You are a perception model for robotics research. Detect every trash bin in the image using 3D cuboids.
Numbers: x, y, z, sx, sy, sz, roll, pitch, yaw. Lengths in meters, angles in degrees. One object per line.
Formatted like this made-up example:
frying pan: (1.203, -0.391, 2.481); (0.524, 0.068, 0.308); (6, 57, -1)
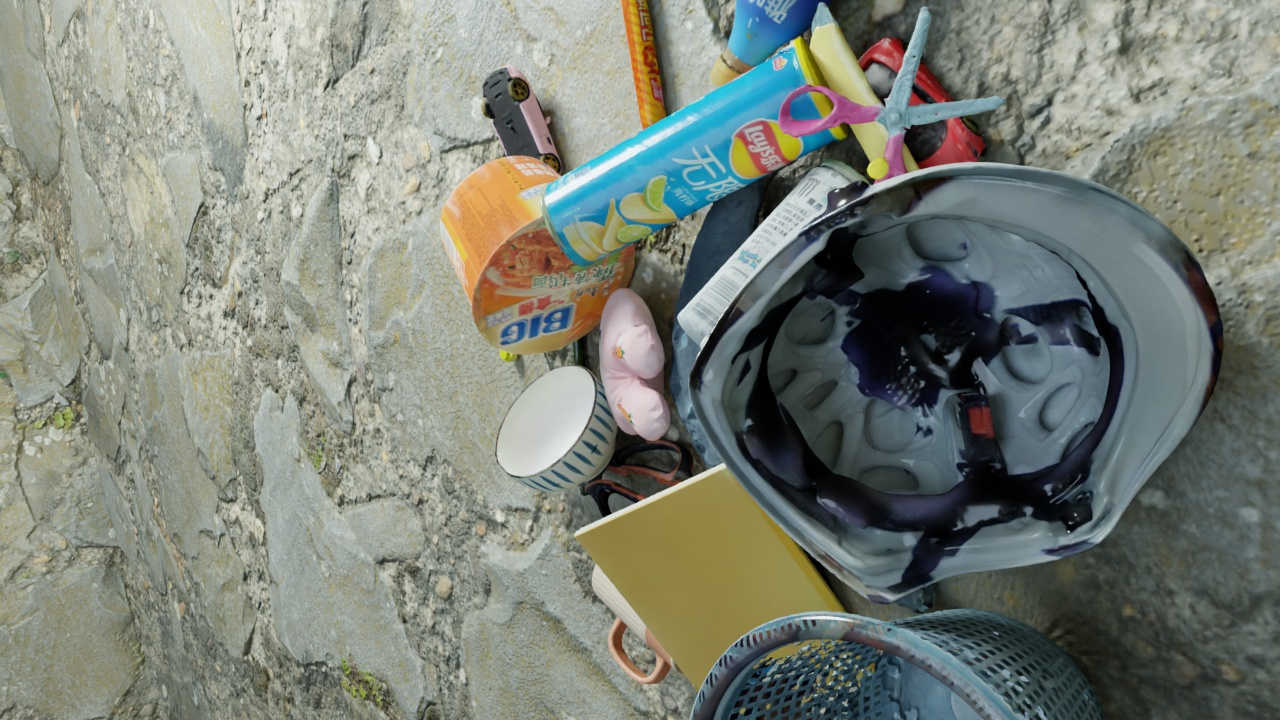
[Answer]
trash bin: (0.171, 0.239, 0.537); (0.227, 0.194, 0.226); (2, 94, 40)

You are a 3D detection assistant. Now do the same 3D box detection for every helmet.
helmet: (0.168, -0.004, 0.520); (0.229, 0.145, 0.259); (46, 118, -6)

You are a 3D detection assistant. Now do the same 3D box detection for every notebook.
notebook: (0.065, 0.177, 0.671); (0.146, 0.010, 0.206); (-29, 106, 26)

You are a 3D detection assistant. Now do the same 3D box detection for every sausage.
sausage: (0.000, -0.257, 0.735); (0.021, 0.021, 0.165); (-6, 95, 46)

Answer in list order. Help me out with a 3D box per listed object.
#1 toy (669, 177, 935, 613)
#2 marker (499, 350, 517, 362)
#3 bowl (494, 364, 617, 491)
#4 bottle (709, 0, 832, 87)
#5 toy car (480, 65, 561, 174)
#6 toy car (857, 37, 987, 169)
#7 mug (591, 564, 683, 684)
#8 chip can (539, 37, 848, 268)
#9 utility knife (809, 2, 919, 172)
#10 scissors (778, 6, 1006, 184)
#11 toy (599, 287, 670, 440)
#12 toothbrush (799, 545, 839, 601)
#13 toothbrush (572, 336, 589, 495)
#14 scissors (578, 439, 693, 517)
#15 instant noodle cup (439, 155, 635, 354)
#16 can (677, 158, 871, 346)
toy: (0.095, 0.026, 0.665); (0.138, 0.091, 0.356); (-27, 80, 17)
marker: (-0.149, -0.058, 0.938); (0.018, 0.015, 0.124); (-20, 83, 43)
bowl: (-0.065, 0.069, 0.820); (0.117, 0.066, 0.116); (-27, 41, 26)
bottle: (0.110, -0.268, 0.589); (0.065, 0.065, 0.219); (53, 131, 24)
toy car: (-0.107, -0.210, 0.847); (0.056, 0.037, 0.122); (-12, 103, 49)
toy car: (0.172, -0.153, 0.577); (0.106, 0.031, 0.049); (58, 134, 16)
mug: (0.014, 0.211, 0.775); (0.106, 0.081, 0.114); (32, 97, 39)
chip can: (0.033, -0.139, 0.639); (0.211, 0.071, 0.071); (-24, 81, 23)
utility knife: (0.145, -0.146, 0.569); (0.031, 0.018, 0.162); (-29, 94, 47)
scissors: (0.145, -0.144, 0.552); (0.136, 0.017, 0.133); (18, 110, 17)
toy: (-0.004, 0.004, 0.734); (0.159, 0.054, 0.121); (-134, 37, -78)
toothbrush: (0.106, 0.118, 0.709); (0.027, 0.026, 0.212); (-32, 75, 27)
toothbrush: (-0.053, 0.039, 0.865); (0.017, 0.012, 0.186); (6, 103, 39)
scissors: (-0.044, 0.114, 0.825); (0.207, 0.015, 0.193); (-35, 38, 19)
instant noodle cup: (-0.096, -0.097, 0.788); (0.111, 0.151, 0.152); (52, 131, 35)
can: (0.092, -0.061, 0.605); (0.146, 0.058, 0.058); (-47, 58, -2)
